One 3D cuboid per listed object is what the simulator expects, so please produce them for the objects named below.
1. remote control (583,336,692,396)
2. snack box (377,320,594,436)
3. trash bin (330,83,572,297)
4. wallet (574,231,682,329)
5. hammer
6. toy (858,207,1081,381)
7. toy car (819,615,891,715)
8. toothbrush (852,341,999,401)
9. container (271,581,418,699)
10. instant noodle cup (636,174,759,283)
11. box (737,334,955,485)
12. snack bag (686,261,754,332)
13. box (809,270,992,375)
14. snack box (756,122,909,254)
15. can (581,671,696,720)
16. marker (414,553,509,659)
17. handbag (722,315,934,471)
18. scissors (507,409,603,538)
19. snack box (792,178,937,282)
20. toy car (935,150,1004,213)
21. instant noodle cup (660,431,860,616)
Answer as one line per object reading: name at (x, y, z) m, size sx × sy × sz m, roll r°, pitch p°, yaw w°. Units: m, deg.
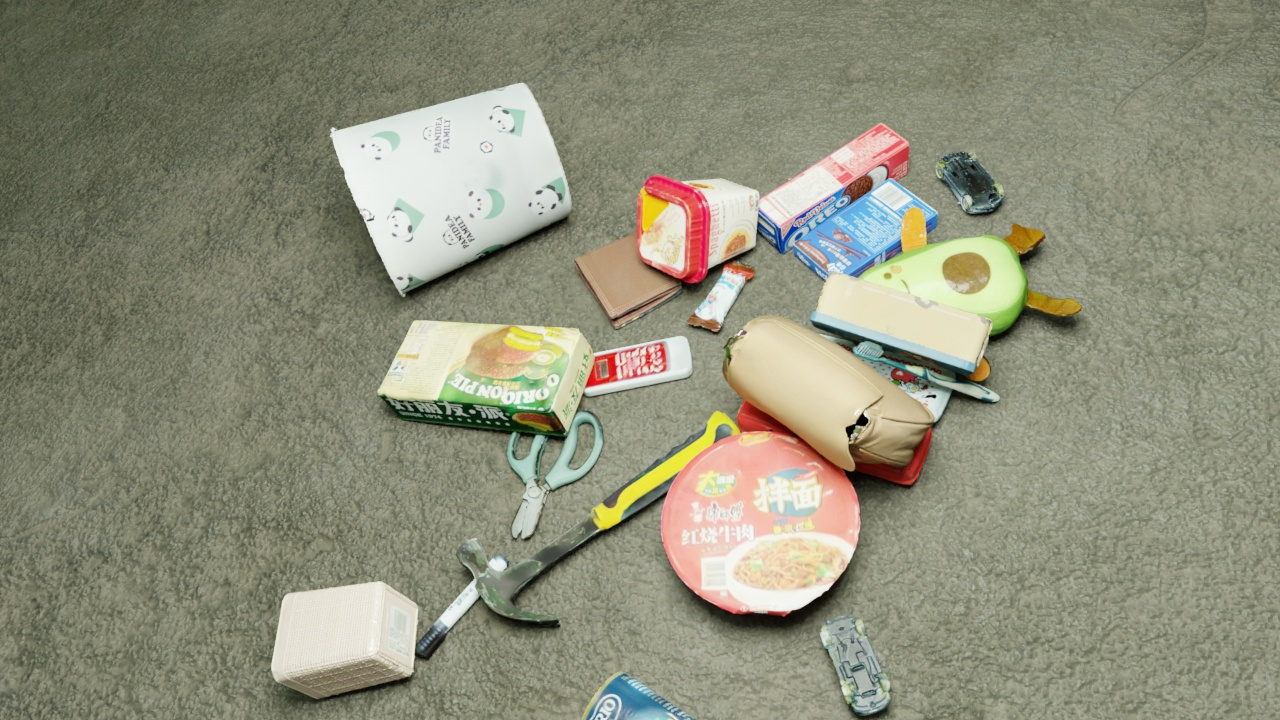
remote control at (-0.006, 0.006, 1.088) m, size 0.136 × 0.020 × 0.055 m, roll -11°, pitch 53°, yaw 8°
snack box at (-0.183, 0.017, 1.088) m, size 0.240 × 0.063 × 0.114 m, roll 3°, pitch 56°, yaw 23°
trash bin at (-0.239, -0.234, 1.203) m, size 0.251 × 0.230 × 0.229 m, roll -22°, pitch 53°, yaw -7°
wallet at (-0.016, -0.108, 1.166) m, size 0.101 × 0.032 × 0.124 m, roll -27°, pitch 54°, yaw -8°
hammer at (-0.027, 0.161, 0.971) m, size 0.323 × 0.032 × 0.126 m, roll -33°, pitch 65°, yaw -13°
toy at (0.341, -0.078, 1.009) m, size 0.247 × 0.090 × 0.226 m, roll -15°, pitch 57°, yaw 6°
toy car at (0.196, 0.277, 0.835) m, size 0.043 × 0.034 × 0.090 m, roll -22°, pitch 51°, yaw 3°
toothbrush at (0.296, 0.012, 0.934) m, size 0.191 × 0.018 × 0.016 m, roll 17°, pitch 40°, yaw -22°
container at (-0.291, 0.279, 0.923) m, size 0.111 × 0.090 × 0.089 m, roll -14°, pitch 53°, yaw 13°
instant noodle cup at (0.073, -0.168, 1.119) m, size 0.124 × 0.116 × 0.117 m, roll -19°, pitch 34°, yaw -35°
box at (0.221, 0.041, 0.992) m, size 0.201 × 0.038 × 0.157 m, roll 16°, pitch 61°, yaw 26°
snack bag at (0.099, -0.078, 1.115) m, size 0.045 × 0.026 × 0.105 m, roll 22°, pitch 65°, yaw 26°
box at (0.257, -0.039, 0.936) m, size 0.184 × 0.089 × 0.059 m, roll 17°, pitch 90°, yaw 17°
snack box at (0.239, -0.217, 1.156) m, size 0.207 × 0.057 × 0.058 m, roll -33°, pitch 56°, yaw -9°
can at (0.010, 0.339, 0.816) m, size 0.111 × 0.075 × 0.075 m, roll 25°, pitch 65°, yaw 27°
marker at (-0.186, 0.257, 0.963) m, size 0.022 × 0.018 × 0.130 m, roll 36°, pitch 71°, yaw 23°
handbag at (0.176, 0.034, 0.902) m, size 0.204 × 0.147 × 0.100 m, roll 37°, pitch 108°, yaw 35°
scissors at (-0.096, 0.126, 1.030) m, size 0.139 × 0.019 × 0.179 m, roll -1°, pitch 54°, yaw 14°
snack box at (0.274, -0.154, 1.120) m, size 0.157 × 0.026 × 0.084 m, roll -34°, pitch 54°, yaw -9°
toy car at (0.403, -0.216, 1.126) m, size 0.049 × 0.031 × 0.105 m, roll -21°, pitch 52°, yaw 0°
instant noodle cup at (0.120, 0.169, 0.912) m, size 0.194 × 0.066 × 0.193 m, roll -7°, pitch 53°, yaw 10°
